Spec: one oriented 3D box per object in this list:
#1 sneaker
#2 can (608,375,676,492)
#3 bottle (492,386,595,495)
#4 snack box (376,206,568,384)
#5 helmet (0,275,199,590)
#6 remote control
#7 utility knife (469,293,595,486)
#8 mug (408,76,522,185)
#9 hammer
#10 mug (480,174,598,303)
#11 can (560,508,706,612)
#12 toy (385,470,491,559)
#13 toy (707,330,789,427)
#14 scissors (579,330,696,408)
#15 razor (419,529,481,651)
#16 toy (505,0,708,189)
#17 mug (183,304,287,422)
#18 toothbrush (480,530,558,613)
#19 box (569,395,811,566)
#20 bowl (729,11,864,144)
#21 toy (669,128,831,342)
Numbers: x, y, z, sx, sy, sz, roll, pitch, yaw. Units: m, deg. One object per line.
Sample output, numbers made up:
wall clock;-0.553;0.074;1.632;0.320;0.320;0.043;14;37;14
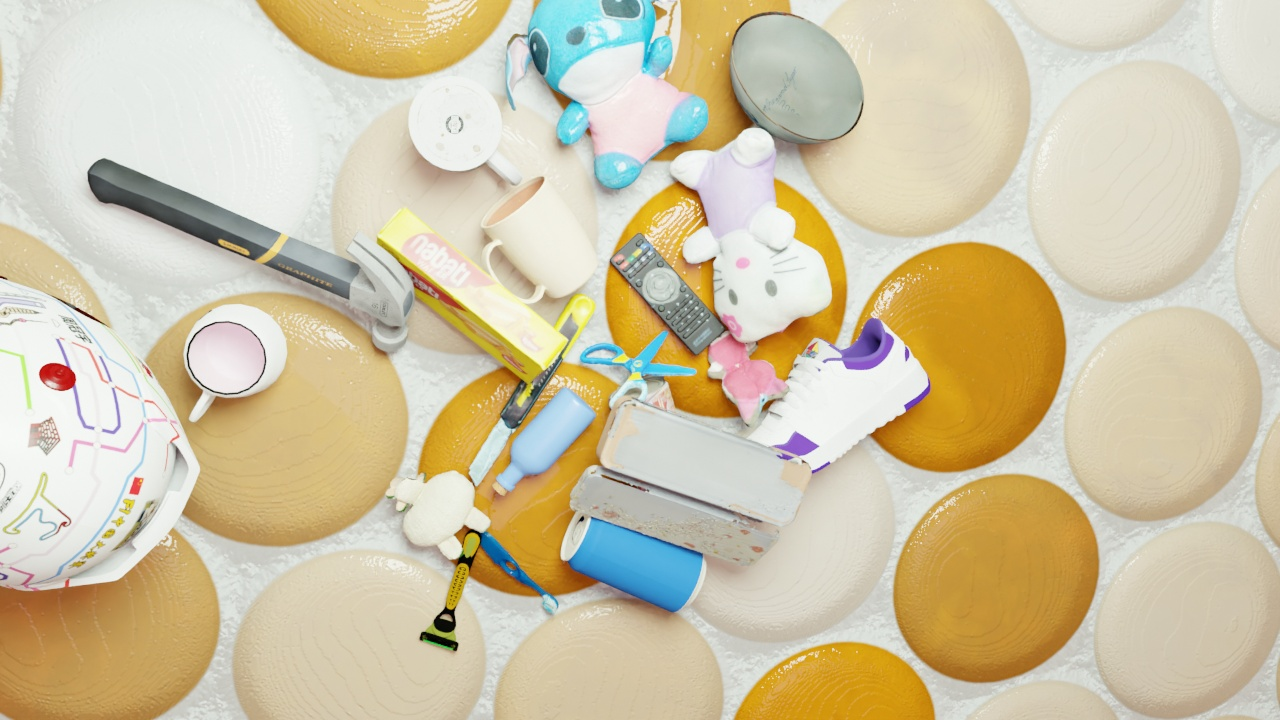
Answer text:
sneaker;0.191;0.040;0.995;0.244;0.092;0.111;-31;103;-6
can;0.013;0.085;0.982;0.066;0.066;0.124;-18;104;-6
bottle;-0.107;0.090;0.973;0.048;0.048;0.131;42;92;-15
snack box;-0.167;-0.059;0.895;0.200;0.092;0.042;39;72;-8
helmet;-0.547;0.058;0.797;0.314;0.236;0.231;33;85;18
remote control;0.029;-0.070;0.979;0.045;0.021;0.140;-43;100;-1
utility knife;-0.117;0.032;0.970;0.029;0.020;0.233;31;92;-11
mug;-0.161;-0.211;0.878;0.119;0.096;0.083;41;92;-15
hammer;-0.366;-0.109;0.871;0.312;0.140;0.035;22;56;-4
mug;-0.105;-0.109;0.910;0.111;0.085;0.104;-50;117;-21
can;-0.006;0.213;0.998;0.146;0.079;0.079;27;95;-14
toy;-0.214;0.156;0.966;0.112;0.050;0.087;38;87;-9
toy;0.114;0.017;0.998;0.065;0.050;0.102;-37;69;7
scissors;-0.004;0.009;0.955;0.125;0.130;0.014;4;138;9
razor;-0.200;0.249;1.001;0.044;0.021;0.144;19;103;-4
toy;-0.016;-0.282;0.888;0.224;0.098;0.191;-30;111;11
mug;-0.400;0.005;0.890;0.090;0.076;0.124;32;94;-14
toothbrush;-0.136;0.233;1.012;0.021;0.016;0.132;-37;106;19
box;0.050;0.130;0.932;0.216;0.071;0.157;20;122;-13
bowl;0.147;-0.273;0.927;0.150;0.057;0.150;8;66;-19
toy;0.113;-0.125;0.945;0.138;0.085;0.209;-13;103;35
